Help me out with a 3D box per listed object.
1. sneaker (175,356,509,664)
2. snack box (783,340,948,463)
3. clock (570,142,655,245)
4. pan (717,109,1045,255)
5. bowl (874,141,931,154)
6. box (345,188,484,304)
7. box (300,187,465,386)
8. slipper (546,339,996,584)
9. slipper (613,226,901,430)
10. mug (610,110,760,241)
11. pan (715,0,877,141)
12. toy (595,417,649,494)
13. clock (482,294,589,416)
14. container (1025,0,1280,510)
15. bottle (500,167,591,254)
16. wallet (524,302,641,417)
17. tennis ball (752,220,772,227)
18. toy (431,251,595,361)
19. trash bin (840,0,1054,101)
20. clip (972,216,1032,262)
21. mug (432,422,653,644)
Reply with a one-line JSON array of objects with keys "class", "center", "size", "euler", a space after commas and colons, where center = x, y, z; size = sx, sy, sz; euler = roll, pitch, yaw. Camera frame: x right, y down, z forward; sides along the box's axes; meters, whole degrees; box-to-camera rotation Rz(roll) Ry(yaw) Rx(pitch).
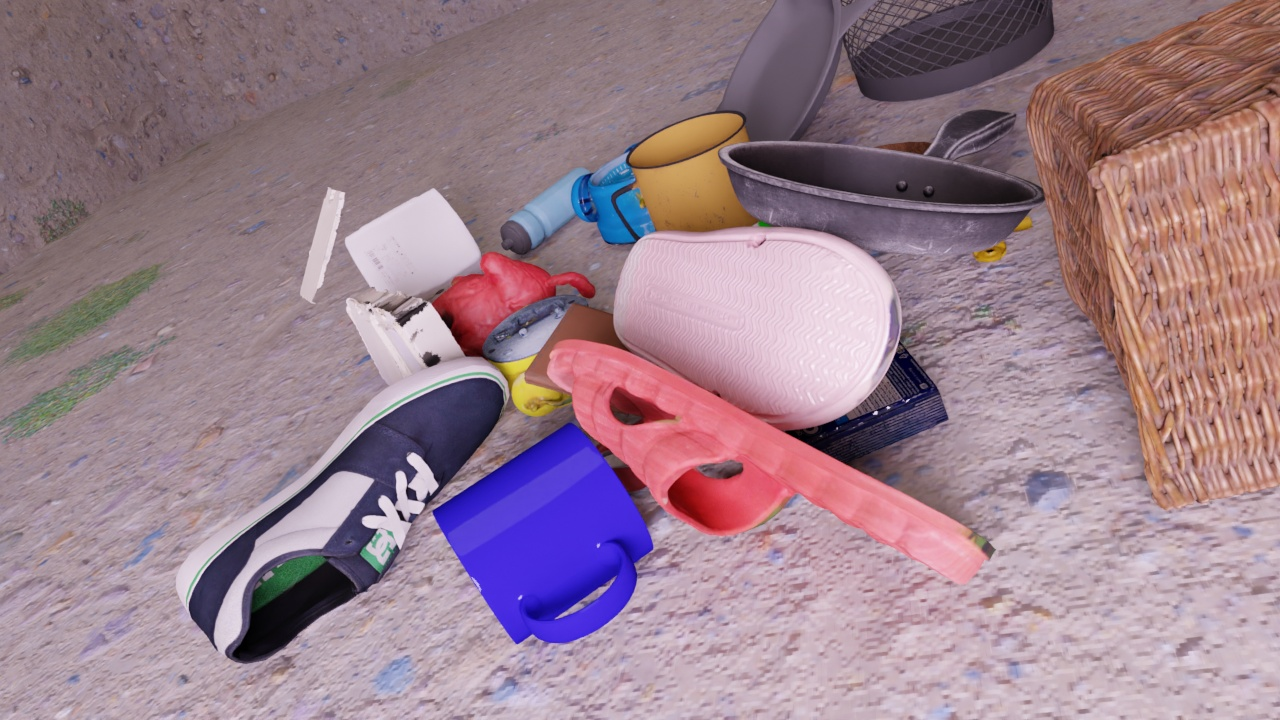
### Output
[{"class": "sneaker", "center": [-0.163, 0.091, 0.567], "size": [0.234, 0.084, 0.079], "euler": [-41, 46, -20]}, {"class": "snack box", "center": [0.110, 0.005, 0.539], "size": [0.082, 0.027, 0.150], "euler": [-24, 28, 6]}, {"class": "clock", "center": [-0.003, -0.164, 0.873], "size": [0.116, 0.060, 0.161], "euler": [-37, 30, -21]}, {"class": "pan", "center": [0.187, -0.130, 0.607], "size": [0.187, 0.055, 0.355], "euler": [19, 26, 31]}, {"class": "bowl", "center": [0.187, -0.133, 0.706], "size": [0.102, 0.026, 0.114], "euler": [-4, 33, 25]}, {"class": "box", "center": [-0.225, -0.092, 0.932], "size": [0.109, 0.137, 0.121], "euler": [-33, 71, -15]}, {"class": "box", "center": [-0.206, -0.030, 0.678], "size": [0.070, 0.186, 0.144], "euler": [-39, 25, -22]}, {"class": "slipper", "center": [0.038, 0.054, 0.438], "size": [0.249, 0.103, 0.059], "euler": [24, 83, 38]}, {"class": "slipper", "center": [0.055, -0.024, 0.523], "size": [0.055, 0.107, 0.222], "euler": [10, 6, -37]}, {"class": "mug", "center": [0.041, -0.135, 0.755], "size": [0.123, 0.094, 0.100], "euler": [-24, 29, -2]}, {"class": "pan", "center": [0.163, -0.279, 0.820], "size": [0.356, 0.024, 0.216], "euler": [-27, 50, 59]}, {"class": "toy", "center": [-0.040, 0.067, 0.551], "size": [0.112, 0.030, 0.049], "euler": [-17, 58, 19]}, {"class": "clock", "center": [-0.062, -0.002, 0.653], "size": [0.083, 0.057, 0.119], "euler": [-30, 29, -9]}, {"class": "container", "center": [0.305, -0.080, 0.398], "size": [0.250, 0.162, 0.182], "euler": [-19, 24, 12]}, {"class": "bottle", "center": [-0.096, -0.152, 0.949], "size": [0.040, 0.040, 0.129], "euler": [9, 43, 46]}, {"class": "wallet", "center": [-0.004, 0.003, 0.593], "size": [0.121, 0.013, 0.087], "euler": [16, 42, 11]}, {"class": "tennis ball", "center": [0.094, -0.065, 0.627], "size": [0.065, 0.065, 0.065], "euler": [-19, 29, 11]}, {"class": "toy", "center": [-0.105, -0.055, 0.760], "size": [0.133, 0.088, 0.094], "euler": [-20, 18, 8]}, {"class": "trash bin", "center": [0.270, -0.392, 0.862], "size": [0.218, 0.227, 0.217], "euler": [-19, 29, 11]}, {"class": "clip", "center": [0.230, -0.084, 0.604], "size": [0.054, 0.044, 0.049], "euler": [-9, 74, 26]}, {"class": "mug", "center": [-0.042, 0.094, 0.460], "size": [0.083, 0.079, 0.111], "euler": [-33, 35, -13]}]
